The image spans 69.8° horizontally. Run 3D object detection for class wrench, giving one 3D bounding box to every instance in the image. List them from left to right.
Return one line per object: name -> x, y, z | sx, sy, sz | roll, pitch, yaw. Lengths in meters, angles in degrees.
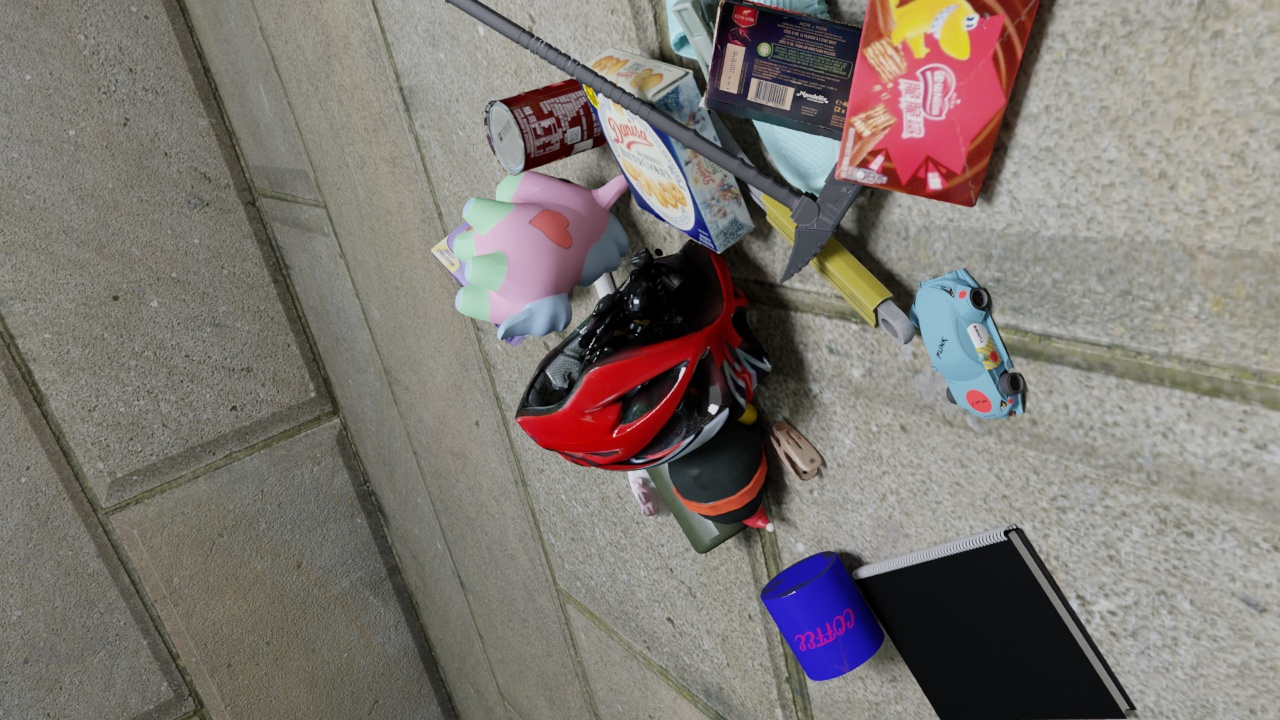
wrench -> 0.111, -0.111, 0.695 | 0.273, 0.018, 0.084 | 52, 176, 29

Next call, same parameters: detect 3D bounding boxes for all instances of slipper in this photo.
slipper -> 0.076, -0.237, 0.634 | 0.116, 0.069, 0.276 | -11, 104, 59

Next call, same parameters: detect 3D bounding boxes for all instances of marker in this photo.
marker -> -0.041, -0.087, 1.014 | 0.019, 0.019, 0.145 | 5, 117, 59

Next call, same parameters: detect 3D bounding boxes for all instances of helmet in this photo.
helmet -> -0.005, 0.005, 0.828 | 0.167, 0.216, 0.273 | 47, 150, -16

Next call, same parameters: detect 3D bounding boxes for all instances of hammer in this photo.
hammer -> -0.003, -0.173, 0.651 | 0.325, 0.015, 0.095 | 32, 123, 4

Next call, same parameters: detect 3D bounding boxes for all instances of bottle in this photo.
bottle -> 0.037, 0.101, 0.978 | 0.206, 0.071, 0.072 | 58, 152, 13

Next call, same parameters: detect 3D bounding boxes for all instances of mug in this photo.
mug -> 0.167, 0.227, 0.842 | 0.083, 0.079, 0.111 | 59, -166, 0

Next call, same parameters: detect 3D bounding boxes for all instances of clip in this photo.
clip -> 0.050, -0.209, 0.611 | 0.023, 0.047, 0.076 | 11, 139, 49
clip -> 0.139, 0.084, 0.835 | 0.062, 0.025, 0.047 | 65, 154, 5

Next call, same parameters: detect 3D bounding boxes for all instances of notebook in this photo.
notebook -> 0.266, 0.217, 0.733 | 0.149, 0.016, 0.207 | 59, 152, 9

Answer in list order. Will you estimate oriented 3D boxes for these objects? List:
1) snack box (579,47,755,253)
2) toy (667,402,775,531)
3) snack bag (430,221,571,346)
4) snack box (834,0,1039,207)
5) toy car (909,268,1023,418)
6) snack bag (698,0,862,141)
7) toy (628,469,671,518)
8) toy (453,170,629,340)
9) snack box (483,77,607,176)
snack box -> 0.018, -0.174, 0.750 | 0.144, 0.042, 0.145 | 42, 164, 53
toy -> 0.079, 0.111, 0.890 | 0.098, 0.099, 0.119 | -9, 128, 28
snack bag -> -0.177, -0.106, 1.163 | 0.205, 0.096, 0.058 | 46, 170, 34
snack box -> 0.169, -0.160, 0.537 | 0.089, 0.021, 0.133 | 15, 133, 15
toy car -> 0.216, -0.005, 0.621 | 0.060, 0.027, 0.108 | -20, 94, 63
snack bag -> 0.118, -0.175, 0.577 | 0.155, 0.018, 0.075 | 17, 135, 9
toy -> 0.013, 0.139, 1.019 | 0.037, 0.125, 0.076 | -21, 104, 21
toy -> -0.087, -0.099, 0.869 | 0.120, 0.171, 0.221 | 119, 150, -45
snack box -> -0.076, -0.222, 0.852 | 0.072, 0.121, 0.072 | 41, 145, 37
